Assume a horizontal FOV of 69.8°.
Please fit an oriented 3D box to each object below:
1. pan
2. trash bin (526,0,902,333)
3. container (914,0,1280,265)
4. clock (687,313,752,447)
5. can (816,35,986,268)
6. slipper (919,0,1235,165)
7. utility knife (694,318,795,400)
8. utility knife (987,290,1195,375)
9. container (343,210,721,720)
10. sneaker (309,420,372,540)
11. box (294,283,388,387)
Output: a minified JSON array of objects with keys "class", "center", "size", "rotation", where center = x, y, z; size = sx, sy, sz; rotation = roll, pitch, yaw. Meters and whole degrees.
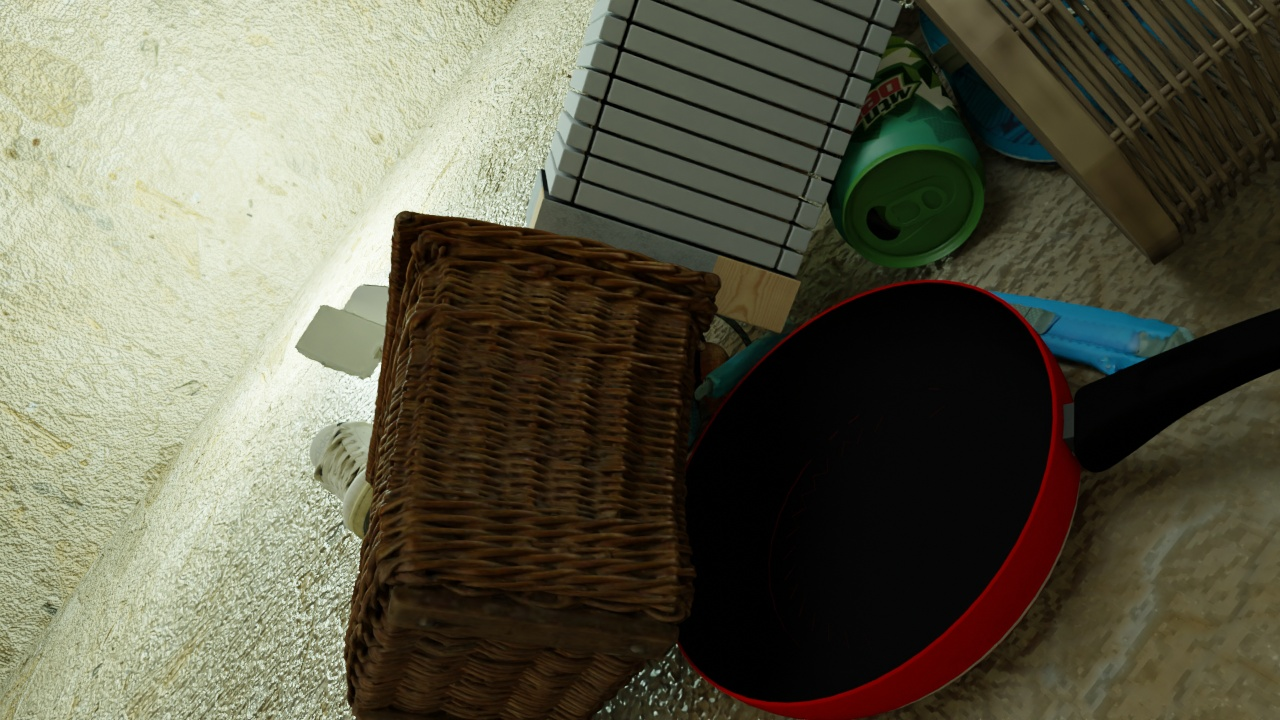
[{"class":"pan","center":[0.141,0.037,0.362],"size":[0.357,0.067,0.208],"rotation":[-23,39,45]},{"class":"trash bin","center":[0.040,-0.167,0.515],"size":[0.142,0.142,0.247],"rotation":[-110,38,-71]},{"class":"container","center":[0.208,-0.168,0.324],"size":[0.197,0.227,0.226],"rotation":[-42,28,25]},{"class":"clock","center":[-0.003,0.003,0.584],"size":[0.158,0.121,0.073],"rotation":[-27,40,31]},{"class":"can","center":[0.145,-0.124,0.535],"size":[0.083,0.083,0.143],"rotation":[-38,30,29]},{"class":"slipper","center":[0.220,-0.200,0.536],"size":[0.118,0.060,0.294],"rotation":[-44,27,25]},{"class":"utility knife","center":[0.062,0.000,0.525],"size":[0.117,0.015,0.022],"rotation":[-27,-46,-53]},{"class":"utility knife","center":[0.175,-0.018,0.436],"size":[0.031,0.015,0.196],"rotation":[-51,24,-7]},{"class":"container","center":[-0.068,0.082,0.475],"size":[0.251,0.162,0.182],"rotation":[115,161,-49]},{"class":"sneaker","center":[-0.252,0.094,0.832],"size":[0.089,0.102,0.242],"rotation":[-63,9,-4]},{"class":"box","center":[-0.226,-0.012,0.911],"size":[0.066,0.186,0.145],"rotation":[116,176,-55]}]
